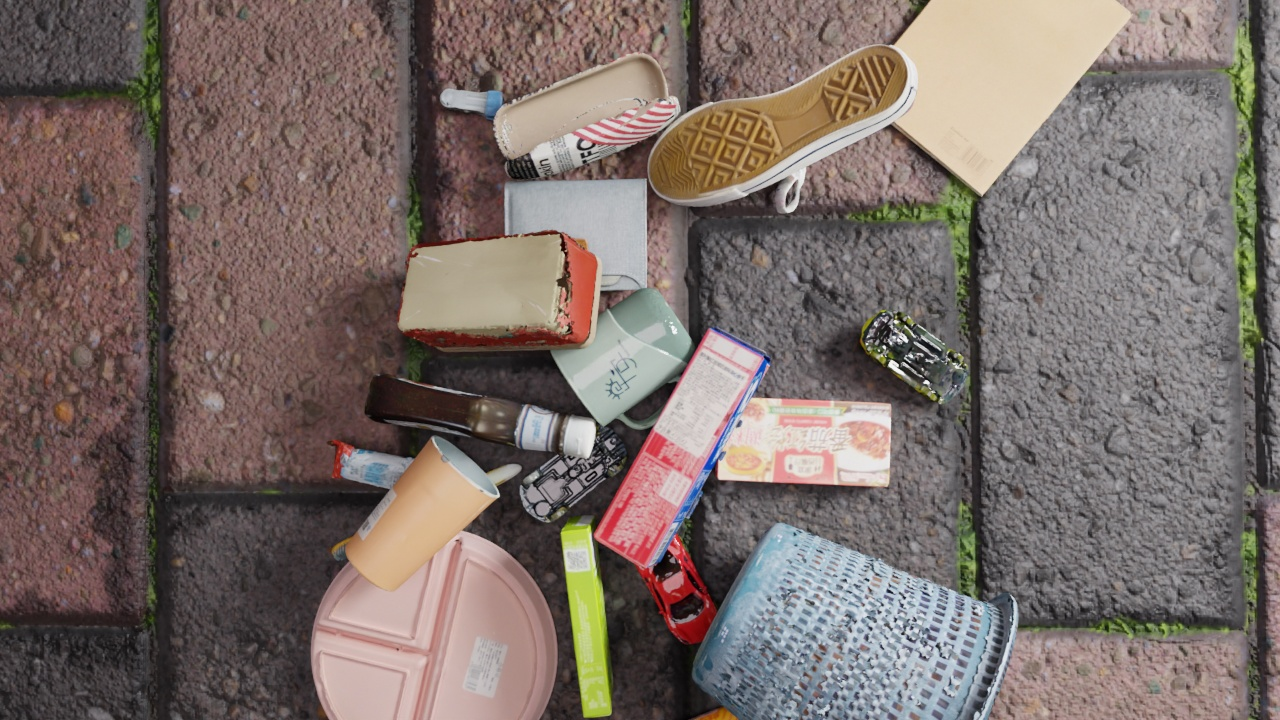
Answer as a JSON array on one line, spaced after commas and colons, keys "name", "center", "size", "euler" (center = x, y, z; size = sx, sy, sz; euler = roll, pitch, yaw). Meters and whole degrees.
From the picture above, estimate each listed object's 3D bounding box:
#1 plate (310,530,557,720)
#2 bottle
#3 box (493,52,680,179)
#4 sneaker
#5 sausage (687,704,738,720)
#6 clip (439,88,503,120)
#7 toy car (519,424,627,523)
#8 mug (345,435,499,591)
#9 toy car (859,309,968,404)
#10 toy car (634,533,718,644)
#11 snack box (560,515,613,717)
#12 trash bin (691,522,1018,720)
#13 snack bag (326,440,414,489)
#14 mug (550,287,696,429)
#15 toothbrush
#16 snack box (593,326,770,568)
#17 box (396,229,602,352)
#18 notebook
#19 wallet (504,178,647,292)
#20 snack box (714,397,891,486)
[{"name": "plate", "center": [-0.190, 0.268, 0.833], "size": [0.229, 0.028, 0.229], "euler": [0, 89, 2]}, {"name": "bottle", "center": [-0.137, 0.050, 0.802], "size": [0.195, 0.080, 0.044], "euler": [10, 83, 7]}, {"name": "box", "center": [-0.052, -0.218, 0.810], "size": [0.162, 0.076, 0.087], "euler": [-23, 83, 3]}, {"name": "sneaker", "center": [0.125, -0.192, 0.798], "size": [0.242, 0.087, 0.118], "euler": [-19, 76, 23]}, {"name": "sausage", "center": [0.020, 0.344, 0.825], "size": [0.165, 0.021, 0.021], "euler": [-23, 88, 2]}, {"name": "clip", "center": [-0.155, -0.236, 0.843], "size": [0.058, 0.036, 0.025], "euler": [7, 91, -2]}, {"name": "toy car", "center": [-0.061, 0.102, 0.826], "size": [0.105, 0.031, 0.049], "euler": [-37, 84, -3]}, {"name": "mug", "center": [-0.192, 0.135, 0.792], "size": [0.078, 0.078, 0.122], "euler": [43, 88, 2]}, {"name": "toy car", "center": [0.242, -0.004, 0.816], "size": [0.105, 0.032, 0.048], "euler": [34, 90, -9]}, {"name": "toy car", "center": [0.033, 0.204, 0.823], "size": [0.049, 0.031, 0.106], "euler": [-28, 90, 3]}, {"name": "snack box", "center": [-0.045, 0.218, 0.798], "size": [0.026, 0.086, 0.156], "euler": [-7, 90, 0]}, {"name": "trash bin", "center": [0.158, 0.240, 0.741], "size": [0.195, 0.226, 0.226], "euler": [29, 90, 15]}, {"name": "snack bag", "center": [-0.235, 0.099, 0.834], "size": [0.105, 0.026, 0.045], "euler": [13, 114, -1]}, {"name": "mug", "center": [-0.005, 0.005, 0.805], "size": [0.106, 0.082, 0.112], "euler": [-34, 109, 1]}, {"name": "toothbrush", "center": [-0.195, 0.138, 0.836], "size": [0.191, 0.018, 0.016], "euler": [-25, 126, 1]}, {"name": "snack box", "center": [0.039, 0.075, 0.786], "size": [0.058, 0.057, 0.207], "euler": [30, 92, 16]}, {"name": "box", "center": [-0.125, -0.056, 0.771], "size": [0.169, 0.078, 0.091], "euler": [-1, 76, 28]}, {"name": "notebook", "center": [0.316, -0.275, 0.826], "size": [0.149, 0.012, 0.211], "euler": [40, 91, 1]}, {"name": "wallet", "center": [-0.059, -0.111, 0.827], "size": [0.130, 0.037, 0.106], "euler": [0, 89, 3]}, {"name": "snack box", "center": [0.145, 0.072, 0.821], "size": [0.153, 0.025, 0.075], "euler": [2, 89, 2]}]
